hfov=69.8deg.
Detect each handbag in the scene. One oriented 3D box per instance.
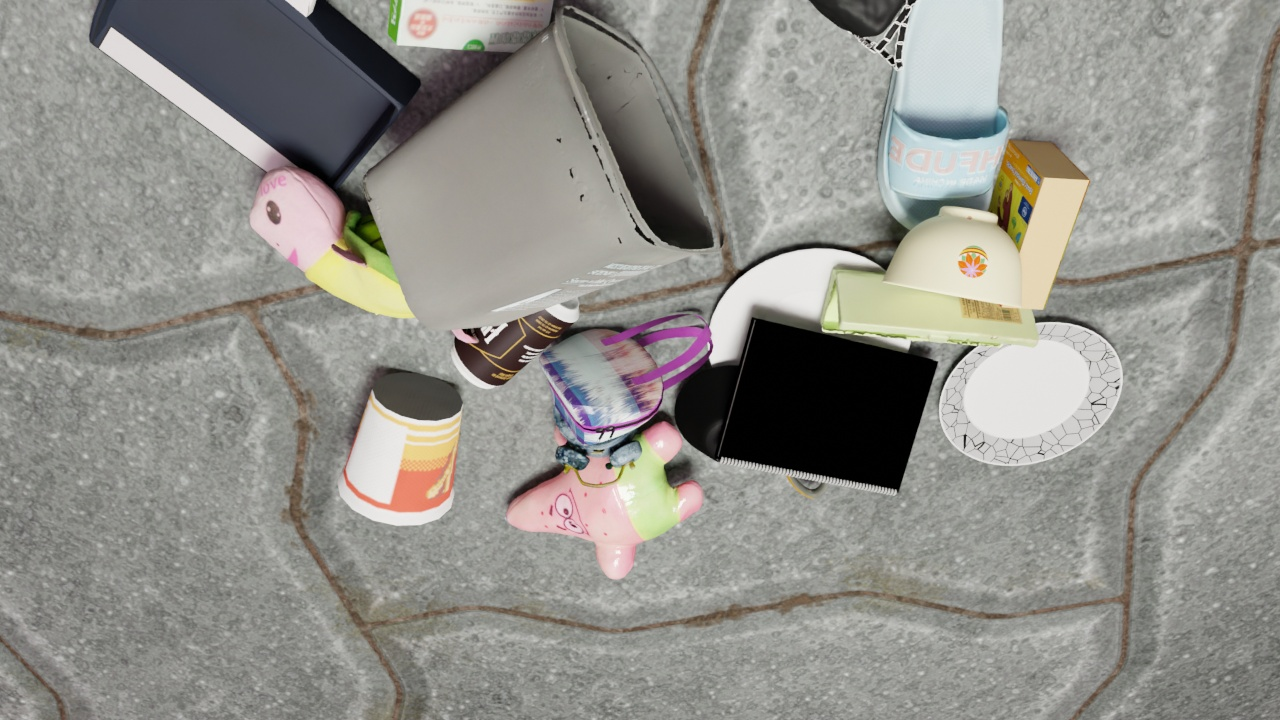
[{"bbox_3d":[0.183,-0.305,0.679,0.114,0.153,0.125,32,114,-15],"label":"handbag"},{"bbox_3d":[-0.005,0.005,0.914,0.169,0.144,0.068,-26,136,-13],"label":"handbag"}]

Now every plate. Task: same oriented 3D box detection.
[{"bbox_3d":[0.416,0.036,0.987,0.188,0.016,0.189,0,124,1],"label":"plate"},{"bbox_3d":[0.174,-0.025,0.950,0.208,0.015,0.209,0,124,1],"label":"plate"}]

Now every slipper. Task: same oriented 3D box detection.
[{"bbox_3d":[0.263,-0.212,0.787,0.104,0.074,0.246,-4,123,4],"label":"slipper"}]

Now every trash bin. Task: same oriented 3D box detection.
[{"bbox_3d":[-0.084,-0.136,0.760,0.221,0.197,0.197,-23,86,23],"label":"trash bin"}]

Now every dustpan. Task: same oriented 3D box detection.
[{"bbox_3d":[-0.302,-0.271,0.751,0.236,0.080,0.274,38,117,-22],"label":"dustpan"}]

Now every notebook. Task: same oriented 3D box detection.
[{"bbox_3d":[0.190,0.051,0.933,0.206,0.016,0.149,12,99,-15],"label":"notebook"}]

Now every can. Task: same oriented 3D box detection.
[{"bbox_3d":[-0.125,-0.033,0.916,0.072,0.071,0.129,40,116,-23],"label":"can"}]

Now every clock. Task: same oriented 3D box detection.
[{"bbox_3d":[-0.044,0.069,0.956,0.090,0.129,0.052,-4,154,4],"label":"clock"}]

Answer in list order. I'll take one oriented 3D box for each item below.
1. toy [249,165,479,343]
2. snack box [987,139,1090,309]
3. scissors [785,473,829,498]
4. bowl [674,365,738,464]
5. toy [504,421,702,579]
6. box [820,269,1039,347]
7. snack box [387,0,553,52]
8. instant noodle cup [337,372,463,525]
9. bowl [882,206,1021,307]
[{"bbox_3d":[-0.246,-0.089,0.848,0.238,0.190,0.087,32,82,-9],"label":"toy"},{"bbox_3d":[0.352,-0.124,0.836,0.040,0.088,0.126,3,124,-2],"label":"snack box"},{"bbox_3d":[0.188,0.056,0.985,0.225,0.016,0.225,-21,119,16],"label":"scissors"},{"bbox_3d":[0.096,0.071,0.962,0.124,0.052,0.124,3,123,5],"label":"bowl"},{"bbox_3d":[-0.052,0.152,1.029,0.237,0.096,0.192,-17,99,22],"label":"toy"},{"bbox_3d":[0.274,-0.039,0.894,0.188,0.091,0.083,7,147,0],"label":"box"},{"bbox_3d":[-0.121,-0.325,0.706,0.131,0.027,0.168,-10,132,-35],"label":"snack box"},{"bbox_3d":[-0.249,0.089,0.978,0.123,0.123,0.121,15,115,-9],"label":"instant noodle cup"},{"bbox_3d":[0.279,-0.094,0.801,0.118,0.118,0.074,10,97,-6],"label":"bowl"}]
